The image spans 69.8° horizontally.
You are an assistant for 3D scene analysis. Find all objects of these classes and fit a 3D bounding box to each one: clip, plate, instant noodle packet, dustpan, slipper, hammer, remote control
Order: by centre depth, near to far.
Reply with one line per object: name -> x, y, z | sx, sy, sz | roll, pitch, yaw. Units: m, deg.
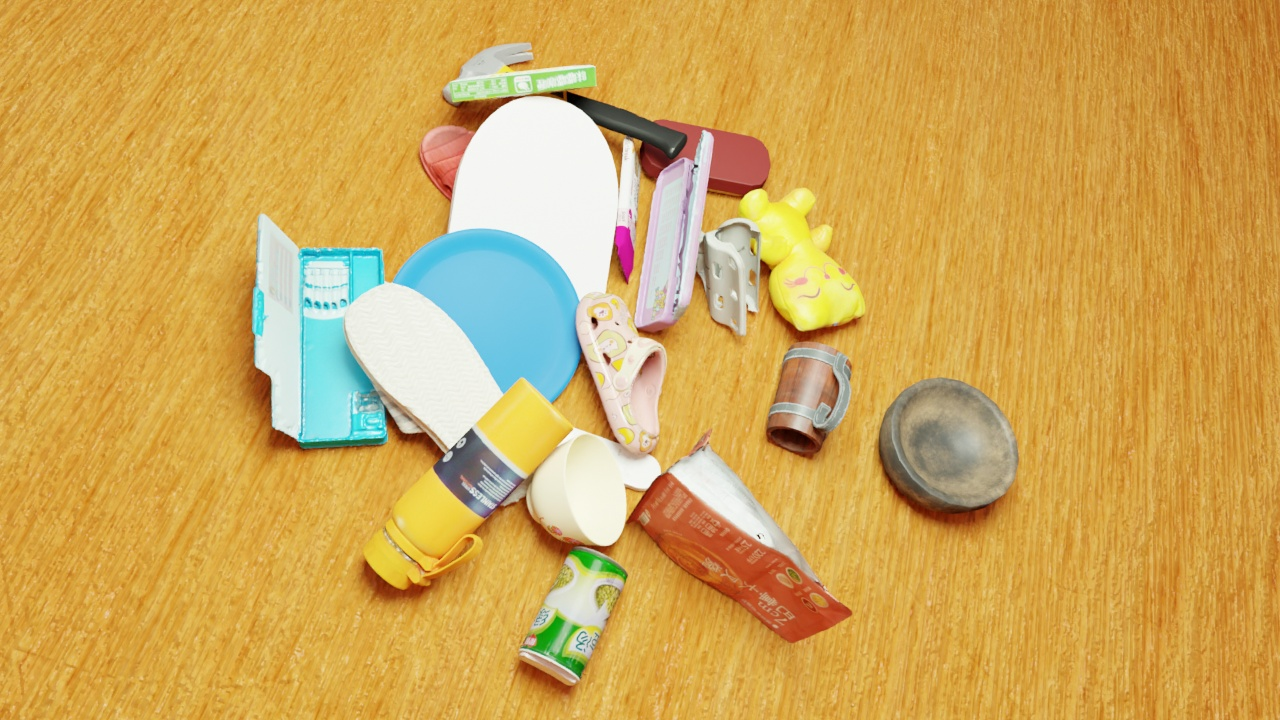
instant noodle packet -> 0.100, 0.197, 0.933 | 0.221, 0.165, 0.083 | 45, 61, 11
slipper -> -0.208, 0.038, 0.978 | 0.114, 0.054, 0.272 | -42, 99, -18
remote control -> -0.043, 0.109, 1.027 | 0.136, 0.013, 0.043 | 20, 62, -3
slipper -> -0.006, 0.006, 1.034 | 0.082, 0.093, 0.197 | -24, 73, 23
plate -> -0.175, -0.036, 1.035 | 0.224, 0.024, 0.224 | 1, 86, -17
dustpan -> -0.128, -0.179, 1.094 | 0.191, 0.053, 0.257 | 9, 89, -18
clip -> 0.107, -0.119, 1.119 | 0.105, 0.127, 0.151 | -17, 45, -12
slipper -> -0.173, -0.207, 1.125 | 0.103, 0.059, 0.249 | -38, 79, -25
hammer -> -0.088, -0.329, 1.174 | 0.324, 0.029, 0.126 | 24, 62, 17

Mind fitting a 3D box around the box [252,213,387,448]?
box -> -0.349, -0.024, 0.978 | 0.168, 0.087, 0.227 | 15, 60, -45

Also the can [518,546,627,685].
can -> -0.067, 0.255, 0.920 | 0.067, 0.067, 0.120 | 28, 62, 1

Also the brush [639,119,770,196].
brush -> 0.084, -0.265, 1.221 | 0.173, 0.042, 0.082 | 9, 63, -9

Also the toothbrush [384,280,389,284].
toothbrush -> -0.248, -0.065, 1.062 | 0.187, 0.017, 0.012 | 25, 72, 0

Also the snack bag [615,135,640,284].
snack bag -> -0.014, -0.197, 1.153 | 0.016, 0.070, 0.196 | -1, 63, 9

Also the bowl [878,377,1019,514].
bowl -> 0.356, 0.106, 1.088 | 0.162, 0.070, 0.162 | 5, 64, -11

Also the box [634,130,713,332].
box -> 0.044, -0.146, 1.074 | 0.040, 0.152, 0.214 | 12, 76, -15

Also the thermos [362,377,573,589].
thermos -> -0.170, 0.128, 0.910 | 0.232, 0.076, 0.091 | -45, 36, -5

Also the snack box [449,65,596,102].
snack box -> -0.137, -0.334, 1.104 | 0.168, 0.132, 0.027 | -7, 109, -2

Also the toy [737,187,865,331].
toy -> 0.190, -0.121, 1.153 | 0.134, 0.088, 0.193 | -15, 71, -38

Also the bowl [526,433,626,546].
bowl -> -0.077, 0.142, 0.964 | 0.074, 0.118, 0.117 | -17, 62, 26

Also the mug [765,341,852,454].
mug -> 0.203, 0.041, 1.062 | 0.081, 0.118, 0.111 | 32, 64, -18
